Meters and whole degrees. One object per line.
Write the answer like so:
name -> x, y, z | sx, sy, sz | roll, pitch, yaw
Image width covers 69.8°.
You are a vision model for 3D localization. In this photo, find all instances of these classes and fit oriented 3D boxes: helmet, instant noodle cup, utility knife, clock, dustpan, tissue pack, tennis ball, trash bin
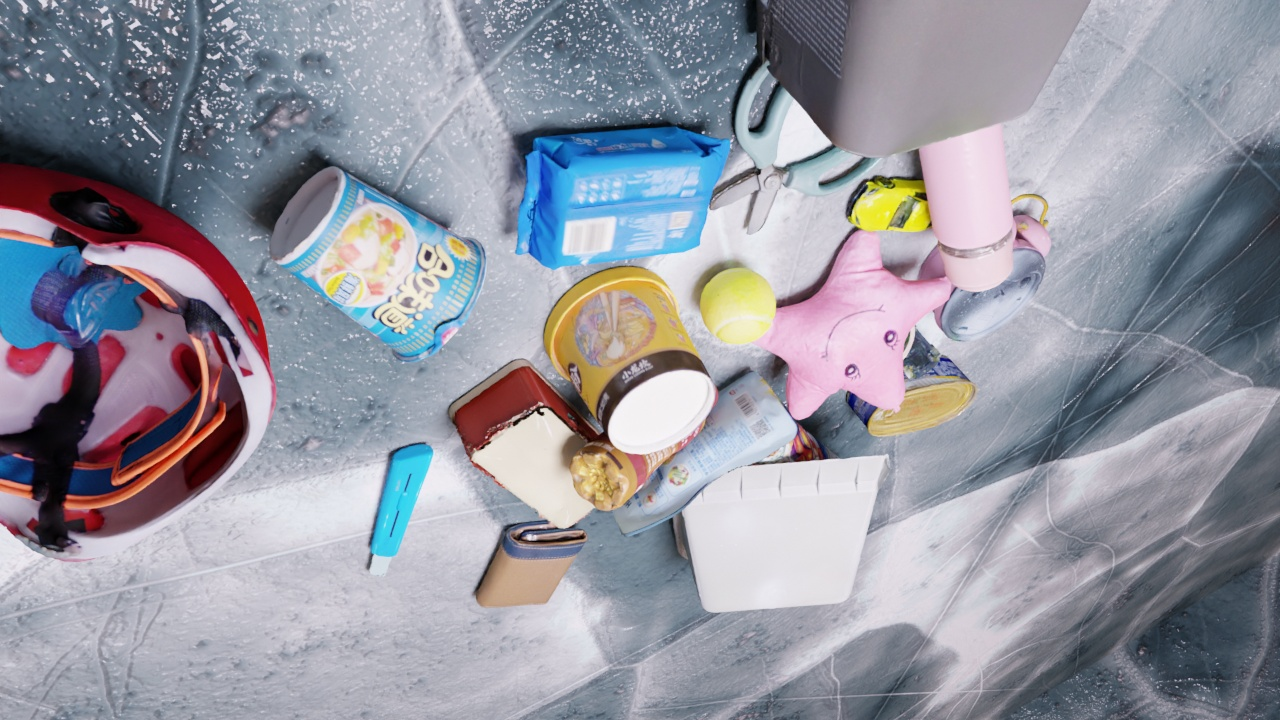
helmet -> -0.329, -0.018, 0.507 | 0.207, 0.143, 0.240 | -44, 124, 15
instant noodle cup -> -0.172, -0.067, 0.594 | 0.099, 0.099, 0.110 | -42, 131, 13
utility knife -> -0.222, 0.142, 0.831 | 0.034, 0.018, 0.179 | -1, 133, -32
clock -> 0.343, -0.095, 0.905 | 0.117, 0.059, 0.159 | 5, 130, -34
dustpan -> 0.142, 0.179, 1.030 | 0.222, 0.142, 0.258 | -4, 119, -1
tissue pack -> -0.014, -0.120, 0.663 | 0.157, 0.052, 0.095 | -10, 138, -23
instant noodle cup -> -0.004, 0.004, 0.748 | 0.118, 0.114, 0.119 | -18, 139, -16
tennis ball -> 0.084, -0.047, 0.788 | 0.065, 0.065, 0.066 | -17, 138, -16
trash bin -> 0.167, -0.260, 0.533 | 0.198, 0.199, 0.220 | -18, 145, -14

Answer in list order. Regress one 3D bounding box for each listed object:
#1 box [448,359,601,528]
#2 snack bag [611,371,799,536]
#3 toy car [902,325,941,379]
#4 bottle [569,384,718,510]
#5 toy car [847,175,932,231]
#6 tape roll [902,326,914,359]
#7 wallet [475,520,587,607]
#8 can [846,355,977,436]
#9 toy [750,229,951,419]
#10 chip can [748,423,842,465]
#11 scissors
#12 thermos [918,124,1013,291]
box -> -0.085, 0.085, 0.810 | 0.091, 0.077, 0.168 | -35, 140, 4
snack bag -> 0.050, 0.087, 0.872 | 0.191, 0.110, 0.039 | -33, 134, 1
toy car -> 0.279, -0.017, 0.965 | 0.043, 0.034, 0.090 | -40, 125, 17
bottle -> 0.010, 0.064, 0.812 | 0.174, 0.057, 0.058 | -37, 154, -46
toy car -> 0.233, -0.135, 0.816 | 0.105, 0.032, 0.048 | -3, 133, -27
tape roll -> 0.232, -0.024, 0.922 | 0.085, 0.014, 0.086 | -5, 121, -8
wallet -> -0.115, 0.217, 0.964 | 0.090, 0.033, 0.115 | 4, 130, -31
can -> 0.303, 0.039, 1.024 | 0.148, 0.049, 0.075 | -10, 135, -24
toy -> 0.207, -0.024, 0.864 | 0.195, 0.074, 0.178 | -36, 112, 7
chip can -> 0.160, 0.103, 0.986 | 0.071, 0.071, 0.214 | -41, 139, 12
scissors -> 0.125, -0.179, 0.714 | 0.170, 0.019, 0.179 | -24, 141, -6
thermos -> 0.274, -0.155, 0.772 | 0.067, 0.087, 0.199 | -9, 131, 22
